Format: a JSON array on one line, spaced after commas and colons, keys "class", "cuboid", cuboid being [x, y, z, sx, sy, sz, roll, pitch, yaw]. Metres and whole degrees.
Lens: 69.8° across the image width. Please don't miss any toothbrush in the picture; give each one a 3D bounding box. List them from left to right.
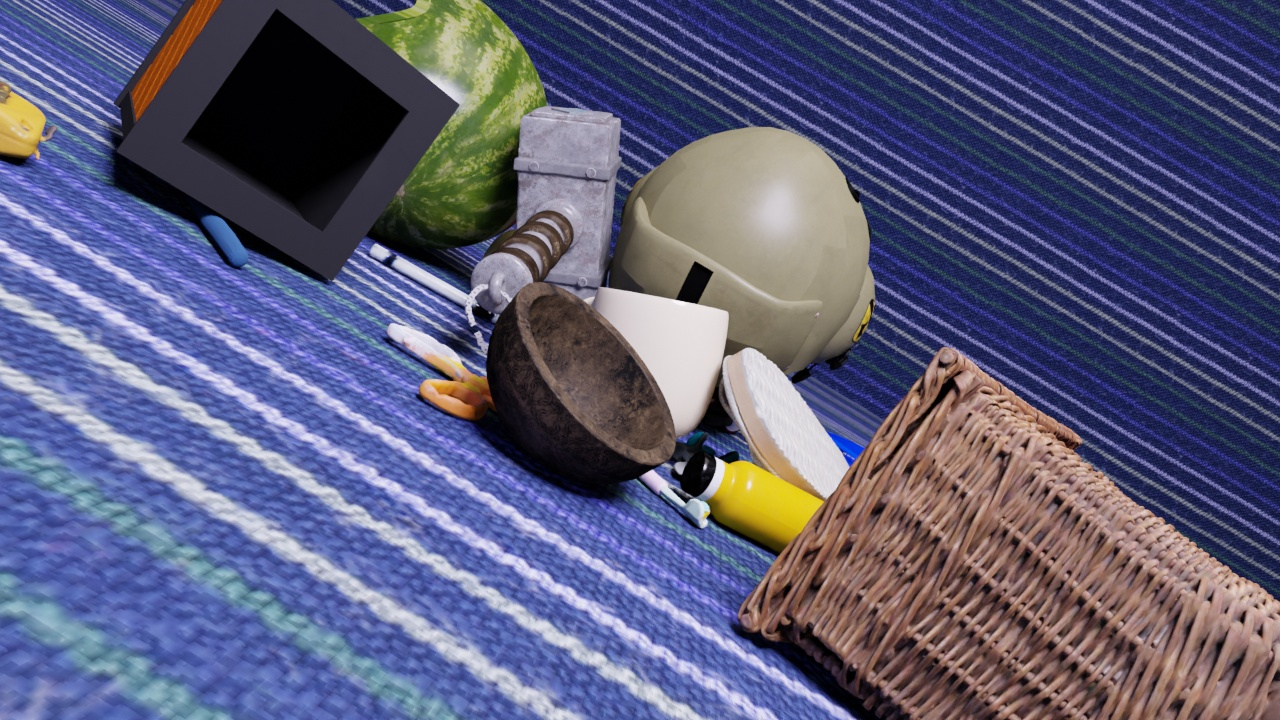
[{"class": "toothbrush", "cuboid": [-0.271, -0.095, 0.567, 0.168, 0.014, 0.014, 37, 2, 42]}, {"class": "toothbrush", "cuboid": [-0.141, -0.046, 0.765, 0.186, 0.012, 0.017, 30, 11, -10]}, {"class": "toothbrush", "cuboid": [-0.012, 0.056, 0.589, 0.155, 0.015, 0.022, 37, -25, 35]}]

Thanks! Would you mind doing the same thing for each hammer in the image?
[{"class": "hammer", "cuboid": [-0.076, -0.088, 0.687, 0.079, 0.177, 0.325, 7, 20, 4]}]

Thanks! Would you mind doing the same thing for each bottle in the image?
[{"class": "bottle", "cuboid": [0.092, 0.102, 0.595, 0.143, 0.043, 0.043, 29, 8, -17]}]

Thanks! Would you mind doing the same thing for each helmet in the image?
[{"class": "helmet", "cuboid": [-0.199, -0.219, 0.854, 0.243, 0.214, 0.246, 43, 31, -20]}, {"class": "helmet", "cuboid": [0.079, -0.077, 0.812, 0.250, 0.256, 0.232, 32, 5, 12]}]

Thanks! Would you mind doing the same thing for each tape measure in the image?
[{"class": "tape measure", "cuboid": [-0.339, -0.129, 0.469, 0.068, 0.030, 0.059, 26, 11, -36]}]

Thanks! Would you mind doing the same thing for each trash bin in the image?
[{"class": "trash bin", "cuboid": [-0.242, -0.172, 0.613, 0.139, 0.140, 0.172, 35, 3, -37]}]

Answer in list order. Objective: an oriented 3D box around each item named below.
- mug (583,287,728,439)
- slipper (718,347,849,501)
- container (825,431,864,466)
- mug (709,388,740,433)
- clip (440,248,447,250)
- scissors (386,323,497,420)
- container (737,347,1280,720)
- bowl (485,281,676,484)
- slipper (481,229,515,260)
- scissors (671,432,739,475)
[{"class": "mug", "cuboid": [-0.004, 0.004, 0.654, 0.120, 0.100, 0.096, 12, 3, 23]}, {"class": "slipper", "cuboid": [0.116, 0.075, 0.702, 0.263, 0.052, 0.115, 41, 29, -51]}, {"class": "container", "cuboid": [0.209, 0.120, 0.868, 0.114, 0.058, 0.096, 22, 11, -48]}, {"class": "mug", "cuboid": [0.068, 0.026, 0.926, 0.082, 0.073, 0.105, 36, 34, 32]}, {"class": "clip", "cuboid": [-0.228, -0.136, 0.970, 0.044, 0.023, 0.076, 31, 5, 16]}, {"class": "scissors", "cuboid": [-0.101, 0.013, 0.539, 0.131, 0.011, 0.125, 37, 8, 17]}, {"class": "container", "cuboid": [0.209, 0.130, 0.452, 0.183, 0.162, 0.249, 42, 13, 37]}, {"class": "bowl", "cuboid": [-0.042, 0.021, 0.505, 0.121, 0.056, 0.121, 42, 23, -22]}, {"class": "slipper", "cuboid": [-0.082, -0.078, 0.923, 0.081, 0.092, 0.190, 38, 13, 26]}, {"class": "scissors", "cuboid": [0.045, 0.072, 0.699, 0.133, 0.019, 0.146, 23, 12, -36]}]
